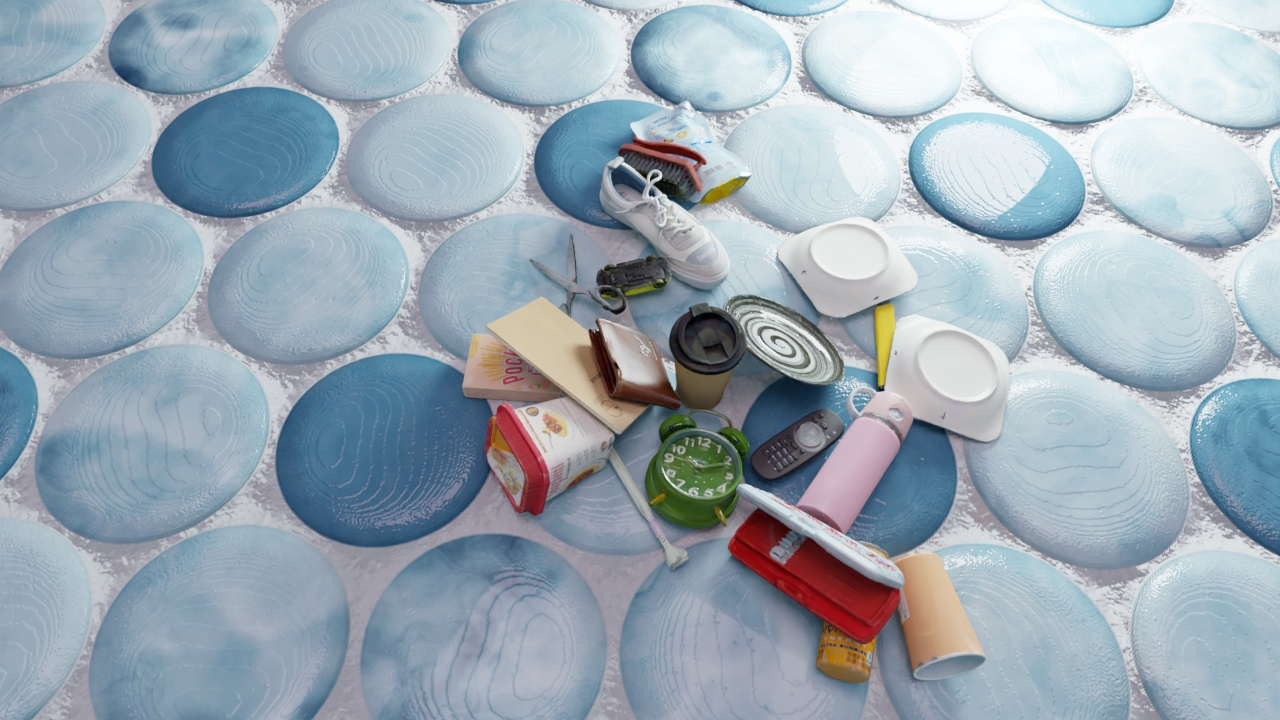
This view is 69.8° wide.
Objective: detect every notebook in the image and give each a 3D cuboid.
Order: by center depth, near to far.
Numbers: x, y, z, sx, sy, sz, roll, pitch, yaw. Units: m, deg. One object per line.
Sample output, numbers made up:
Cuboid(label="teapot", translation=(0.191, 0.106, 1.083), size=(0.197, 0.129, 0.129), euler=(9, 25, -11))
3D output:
Cuboid(label="notebook", translation=(-0.077, 0.000, 1.142), size=(0.207, 0.008, 0.147), euler=(37, 29, 8))

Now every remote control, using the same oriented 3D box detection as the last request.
Cuboid(label="remote control", translation=(0.195, 0.107, 1.144), size=(0.136, 0.024, 0.053), euler=(-30, 62, -20))

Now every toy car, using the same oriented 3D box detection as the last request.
Cuboid(label="toy car", translation=(-0.008, -0.112, 1.267), size=(0.105, 0.032, 0.048), euler=(-14, 62, -1))

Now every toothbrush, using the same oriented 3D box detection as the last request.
Cuboid(label="toothbrush", translation=(-0.001, 0.167, 1.104), size=(0.029, 0.020, 0.189), euler=(-41, 61, 12))

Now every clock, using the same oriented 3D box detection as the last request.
Cuboid(label="clock", translation=(0.070, 0.124, 1.103), size=(0.116, 0.056, 0.160), euler=(15, 50, 1))

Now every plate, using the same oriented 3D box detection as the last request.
Cuboid(label="plate", translation=(0.182, -0.023, 1.190), size=(0.179, 0.024, 0.179), euler=(22, 33, -15))
Cuboid(label="plate", translation=(0.406, 0.015, 1.193), size=(0.164, 0.034, 0.163), euler=(19, 59, 1))
Cuboid(label="plate", translation=(0.292, -0.144, 1.289), size=(0.163, 0.034, 0.164), euler=(-21, 55, -13))

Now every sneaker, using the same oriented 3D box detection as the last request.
Cuboid(label="sneaker", translation=(0.036, -0.201, 1.293), size=(0.089, 0.091, 0.242), euler=(-39, 67, -22))

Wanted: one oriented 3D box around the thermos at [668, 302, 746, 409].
Cuboid(label="thermos", translation=(0.079, 0.002, 1.136), size=(0.093, 0.143, 0.093), euler=(1, 59, -1))

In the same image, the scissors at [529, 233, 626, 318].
Cuboid(label="scissors", translation=(-0.090, -0.099, 1.253), size=(0.159, 0.014, 0.180), euler=(2, 65, 18))

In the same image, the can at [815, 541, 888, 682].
Cuboid(label="can", translation=(0.237, 0.278, 1.018), size=(0.058, 0.058, 0.145), euler=(16, 59, 8))

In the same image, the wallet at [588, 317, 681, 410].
Cuboid(label="wallet", translation=(-0.007, 0.007, 1.159), size=(0.101, 0.032, 0.124), euler=(16, 37, -35))

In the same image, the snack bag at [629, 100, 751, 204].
Cuboid(label="snack bag", translation=(0.076, -0.321, 1.399), size=(0.110, 0.039, 0.191), euler=(-32, 64, -7))

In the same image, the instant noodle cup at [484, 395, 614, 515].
Cuboid(label="instant noodle cup", translation=(-0.107, 0.104, 1.092), size=(0.124, 0.117, 0.116), euler=(-21, 60, -29))

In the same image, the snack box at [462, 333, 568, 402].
Cuboid(label="snack box", translation=(-0.146, 0.011, 1.191), size=(0.157, 0.026, 0.084), euler=(4, 58, 0))

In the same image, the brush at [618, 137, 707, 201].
Cuboid(label="brush", translation=(0.027, -0.290, 1.353), size=(0.146, 0.063, 0.069), euler=(25, 74, 33))

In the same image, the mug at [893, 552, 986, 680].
Cuboid(label="mug", translation=(0.321, 0.280, 1.014), size=(0.078, 0.078, 0.122), euler=(-6, 53, -6))

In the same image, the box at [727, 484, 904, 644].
Cuboid(label="box", translation=(0.181, 0.206, 0.996), size=(0.201, 0.101, 0.095), euler=(29, 69, 41))

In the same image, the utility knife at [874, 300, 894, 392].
Cuboid(label="utility knife", translation=(0.335, -0.043, 1.248), size=(0.033, 0.015, 0.222), euler=(8, 58, -2))

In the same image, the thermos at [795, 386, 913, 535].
Cuboid(label="thermos", translation=(0.256, 0.117, 1.112), size=(0.087, 0.067, 0.198), euler=(38, 65, 3))
